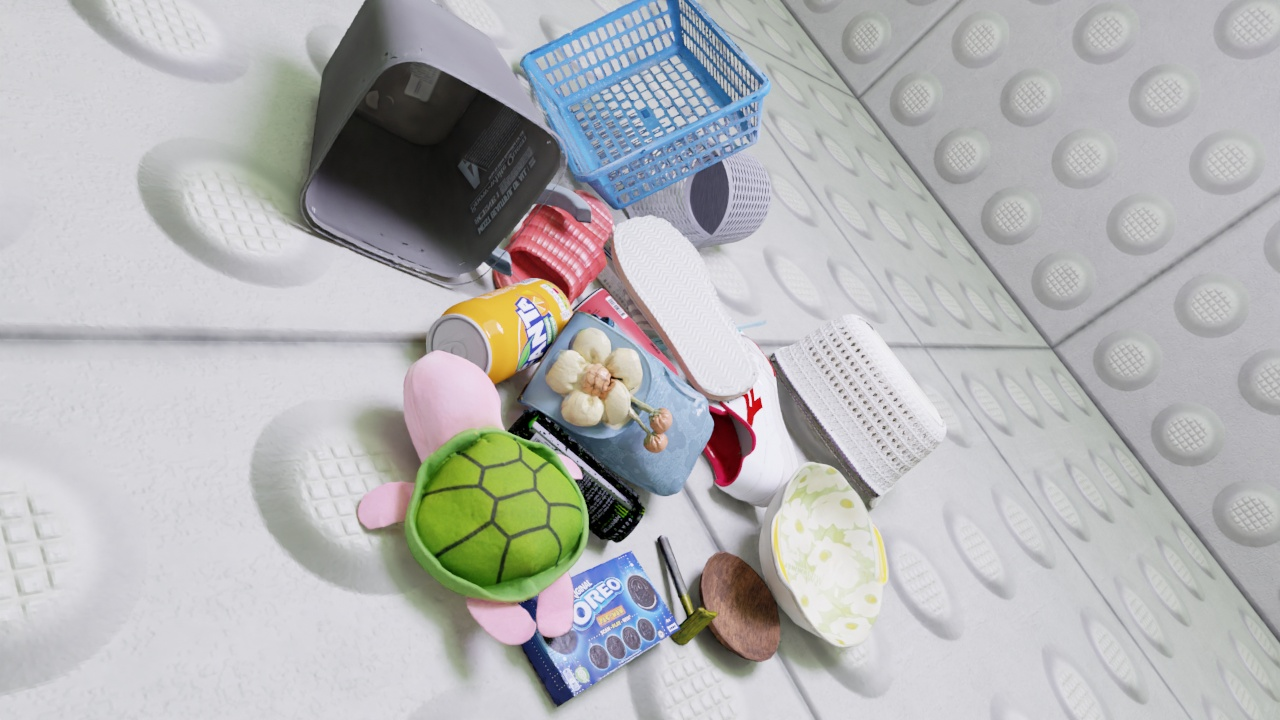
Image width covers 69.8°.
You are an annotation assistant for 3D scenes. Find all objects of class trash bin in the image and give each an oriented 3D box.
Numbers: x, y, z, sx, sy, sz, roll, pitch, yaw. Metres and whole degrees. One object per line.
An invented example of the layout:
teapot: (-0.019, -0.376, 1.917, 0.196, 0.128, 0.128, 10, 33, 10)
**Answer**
trash bin: (-0.211, -0.230, 0.889, 0.197, 0.198, 0.220, 23, 32, -37)
trash bin: (0.091, -0.237, 1.311, 0.156, 0.157, 0.183, 54, 28, 11)

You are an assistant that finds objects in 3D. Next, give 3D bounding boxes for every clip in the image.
clip: (-0.153, -0.140, 0.965, 0.173, 0.031, 0.163, 18, 51, 14)

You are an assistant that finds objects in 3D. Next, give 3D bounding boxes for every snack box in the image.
snack box: (-0.036, 0.211, 0.742, 0.150, 0.027, 0.082, -10, 62, -56)
snack box: (-0.029, -0.119, 1.139, 0.150, 0.026, 0.081, 51, 32, 6)

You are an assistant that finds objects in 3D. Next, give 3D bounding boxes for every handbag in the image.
handbag: (-0.013, 0.046, 0.861, 0.192, 0.121, 0.119, 39, -13, -23)

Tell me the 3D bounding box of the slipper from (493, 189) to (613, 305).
slipper: (-0.084, -0.132, 1.029, 0.103, 0.059, 0.248, 38, 40, -11)

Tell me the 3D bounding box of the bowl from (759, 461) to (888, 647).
bowl: (0.180, 0.205, 0.963, 0.219, 0.060, 0.188, 14, 64, -45)

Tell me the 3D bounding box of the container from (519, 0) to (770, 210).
container: (0.002, -0.350, 1.219, 0.361, 0.257, 0.089, -114, 178, -46)

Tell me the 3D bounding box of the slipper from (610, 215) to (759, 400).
slipper: (0.046, -0.061, 1.068, 0.114, 0.054, 0.272, -11, 56, -26)

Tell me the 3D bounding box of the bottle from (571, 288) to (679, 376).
bottle: (-0.006, 0.006, 0.988, 0.176, 0.062, 0.062, 48, 30, 1)

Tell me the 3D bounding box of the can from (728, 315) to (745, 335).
can: (0.109, -0.020, 1.172, 0.101, 0.055, 0.054, 51, 30, 6)

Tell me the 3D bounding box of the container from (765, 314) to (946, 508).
container: (0.294, 0.055, 1.235, 0.251, 0.143, 0.184, 55, 17, 13)

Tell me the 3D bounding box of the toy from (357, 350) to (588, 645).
toy: (-0.115, 0.101, 0.700, 0.189, 0.088, 0.238, -9, 61, -32)

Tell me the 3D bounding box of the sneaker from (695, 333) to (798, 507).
sneaker: (0.095, 0.051, 1.047, 0.104, 0.091, 0.236, 19, 45, -38)

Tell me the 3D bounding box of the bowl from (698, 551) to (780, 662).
bowl: (0.088, 0.237, 0.871, 0.102, 0.026, 0.114, 43, 29, -9)

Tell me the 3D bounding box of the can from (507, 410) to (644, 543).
can: (-0.060, 0.103, 0.810, 0.137, 0.054, 0.053, 41, 30, -10)

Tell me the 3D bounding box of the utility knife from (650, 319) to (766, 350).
utility knife: (0.080, -0.030, 1.093, 0.022, 0.147, 0.015, -105, -174, -52)

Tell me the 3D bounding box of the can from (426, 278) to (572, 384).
can: (-0.127, -0.026, 0.850, 0.079, 0.079, 0.142, 50, 30, 5)

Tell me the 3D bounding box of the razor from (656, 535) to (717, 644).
razor: (0.035, 0.204, 0.842, 0.026, 0.043, 0.105, 22, 29, -34)
